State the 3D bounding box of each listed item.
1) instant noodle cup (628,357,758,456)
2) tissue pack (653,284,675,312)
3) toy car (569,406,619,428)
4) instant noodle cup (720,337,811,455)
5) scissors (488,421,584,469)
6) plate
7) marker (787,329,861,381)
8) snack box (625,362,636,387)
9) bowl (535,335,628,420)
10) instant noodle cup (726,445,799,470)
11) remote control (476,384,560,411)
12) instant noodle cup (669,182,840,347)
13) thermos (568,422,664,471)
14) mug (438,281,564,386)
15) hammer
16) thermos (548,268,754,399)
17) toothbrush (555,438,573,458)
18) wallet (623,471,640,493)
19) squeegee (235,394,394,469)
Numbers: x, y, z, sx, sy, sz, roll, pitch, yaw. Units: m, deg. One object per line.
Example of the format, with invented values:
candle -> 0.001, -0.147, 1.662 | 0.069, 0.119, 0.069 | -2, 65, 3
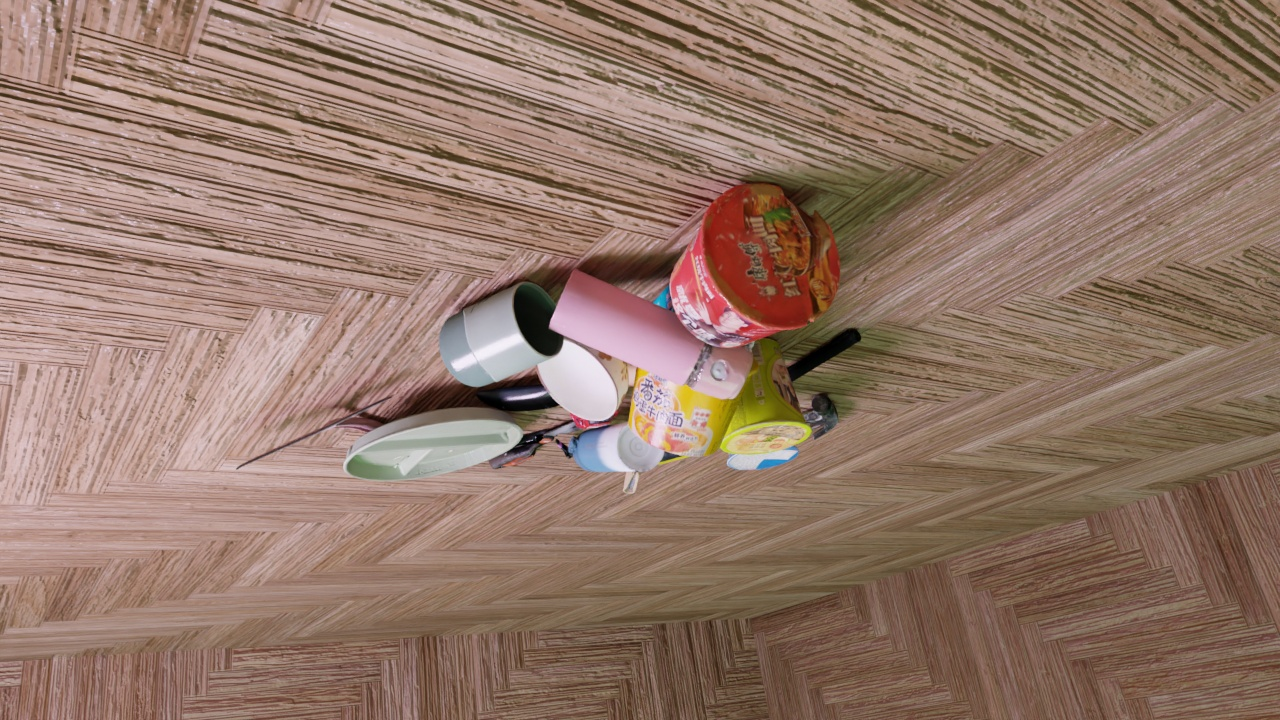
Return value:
instant noodle cup -> 0.050, 0.035, 1.026 | 0.137, 0.138, 0.110 | 5, 112, -29
tissue pack -> 0.071, -0.058, 0.969 | 0.093, 0.050, 0.134 | 4, 154, -25
toy car -> -0.059, 0.064, 1.181 | 0.053, 0.045, 0.121 | -9, 176, -15
instant noodle cup -> 0.145, 0.042, 1.138 | 0.111, 0.123, 0.112 | -7, 155, -3
scissors -> -0.161, 0.117, 1.328 | 0.189, 0.021, 0.230 | 5, 154, -31
plate -> -0.267, 0.109, 1.187 | 0.230, 0.027, 0.230 | -14, 161, -5
marker -> 0.232, -0.005, 1.193 | 0.022, 0.020, 0.132 | 24, 144, -25
snack box -> -0.007, 0.007, 1.122 | 0.157, 0.026, 0.084 | -7, 158, -3
bowl -> -0.057, 0.005, 1.033 | 0.062, 0.113, 0.114 | -46, -178, -37
instant noodle cup -> 0.157, 0.083, 1.254 | 0.099, 0.109, 0.099 | -7, 156, -3
remote control -> -0.143, 0.048, 1.144 | 0.137, 0.024, 0.053 | -7, 158, 25
instant noodle cup -> 0.095, -0.076, 0.843 | 0.137, 0.137, 0.109 | 1, 163, -22
thermos -> -0.038, 0.117, 1.215 | 0.070, 0.070, 0.221 | 0, 173, -21
mug -> -0.138, -0.027, 0.944 | 0.107, 0.082, 0.111 | -22, -175, 28
hammer -> 0.151, 0.122, 1.442 | 0.324, 0.031, 0.126 | -16, 155, 16
thermos -> 0.016, -0.031, 0.906 | 0.198, 0.087, 0.067 | 22, -172, -2
toothbrush -> -0.109, 0.128, 1.345 | 0.018, 0.014, 0.189 | -20, 169, -3
wallet -> -0.001, 0.120, 1.280 | 0.024, 0.115, 0.087 | 17, 153, -4
squeegee -> -0.344, 0.098, 1.197 | 0.248, 0.040, 0.249 | -23, 159, 20
